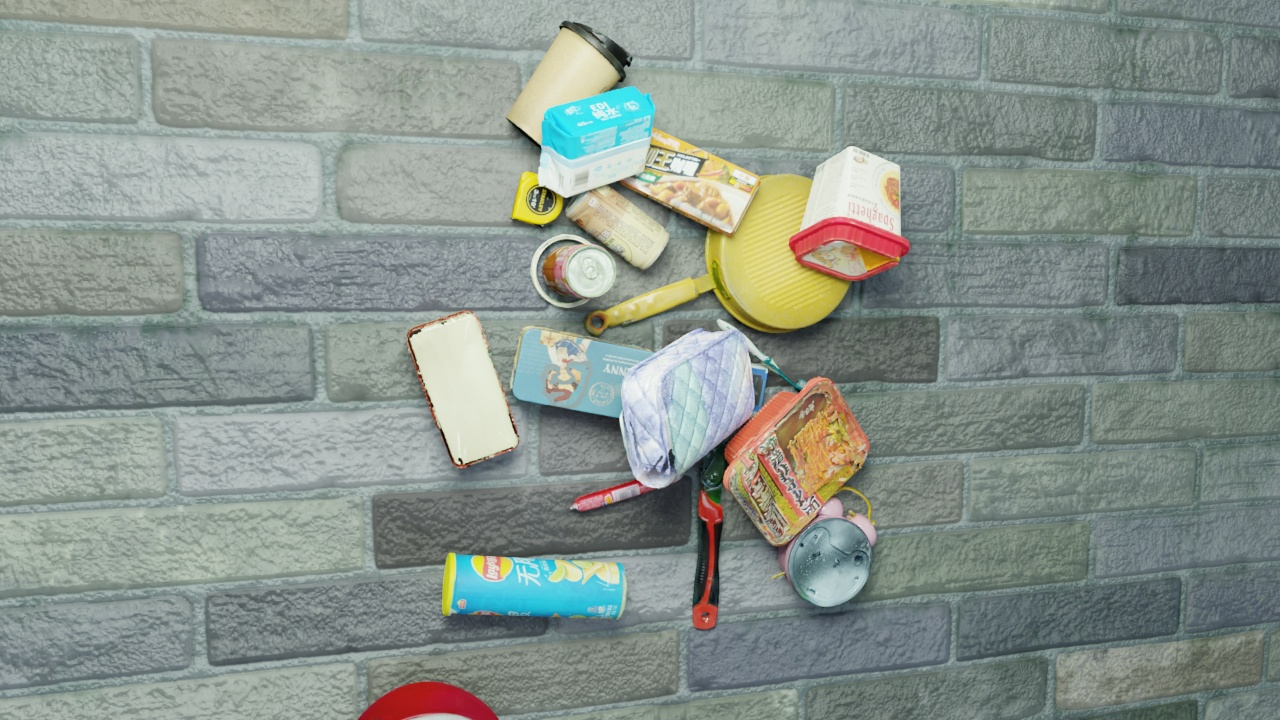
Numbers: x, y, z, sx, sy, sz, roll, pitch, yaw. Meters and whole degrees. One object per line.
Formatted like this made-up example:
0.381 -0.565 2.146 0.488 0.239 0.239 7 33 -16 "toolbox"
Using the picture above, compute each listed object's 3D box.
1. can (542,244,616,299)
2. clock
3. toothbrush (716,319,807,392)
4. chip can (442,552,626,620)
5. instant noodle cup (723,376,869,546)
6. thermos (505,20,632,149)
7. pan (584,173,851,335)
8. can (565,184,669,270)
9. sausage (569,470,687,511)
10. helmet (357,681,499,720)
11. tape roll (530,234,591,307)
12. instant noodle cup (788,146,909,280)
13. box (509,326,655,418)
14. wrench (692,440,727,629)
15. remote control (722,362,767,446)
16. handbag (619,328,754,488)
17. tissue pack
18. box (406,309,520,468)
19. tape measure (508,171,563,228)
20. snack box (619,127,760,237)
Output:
-0.069 -0.098 1.012 0.058 0.147 0.058 -2 96 -15 "can"
0.246 0.238 1.195 0.117 0.060 0.158 32 88 -15 "clock"
0.158 -0.003 1.142 0.191 0.016 0.018 36 75 -34 "toothbrush"
-0.126 0.270 1.090 0.210 0.071 0.071 7 94 -16 "chip can"
0.184 0.117 1.137 0.188 0.079 0.164 -43 126 -10 "instant noodle cup"
-0.084 -0.310 1.036 0.093 0.093 0.143 38 93 -16 "thermos"
0.101 -0.104 1.128 0.356 0.078 0.198 -23 99 -19 "pan"
-0.027 -0.161 1.079 0.116 0.058 0.058 35 86 -16 "can"
-0.013 0.160 1.137 0.155 0.020 0.020 -15 99 -14 "sausage"
-0.251 0.471 1.044 0.207 0.144 0.240 31 101 -16 "helmet"
-0.087 -0.106 1.091 0.085 0.014 0.086 -1 96 -15 "tape roll"
0.250 -0.174 1.086 0.116 0.117 0.124 16 75 -20 "instant noodle cup"
-0.059 0.017 1.081 0.184 0.060 0.090 9 95 -8 "box"
0.083 0.214 1.159 0.056 0.016 0.273 -4 103 -9 "wrench"
0.127 0.064 1.162 0.049 0.024 0.125 9 95 -16 "remote control"
0.056 0.047 1.051 0.193 0.076 0.134 -29 114 -49 "handbag"
-0.050 -0.245 1.017 0.139 0.090 0.063 -24 59 -26 "tissue pack"
-0.199 0.031 1.043 0.091 0.076 0.168 -20 101 -12 "box"
-0.120 -0.186 1.066 0.057 0.029 0.060 13 92 -15 "tape measure"
0.057 -0.212 1.082 0.154 0.026 0.075 27 89 10 "snack box"
